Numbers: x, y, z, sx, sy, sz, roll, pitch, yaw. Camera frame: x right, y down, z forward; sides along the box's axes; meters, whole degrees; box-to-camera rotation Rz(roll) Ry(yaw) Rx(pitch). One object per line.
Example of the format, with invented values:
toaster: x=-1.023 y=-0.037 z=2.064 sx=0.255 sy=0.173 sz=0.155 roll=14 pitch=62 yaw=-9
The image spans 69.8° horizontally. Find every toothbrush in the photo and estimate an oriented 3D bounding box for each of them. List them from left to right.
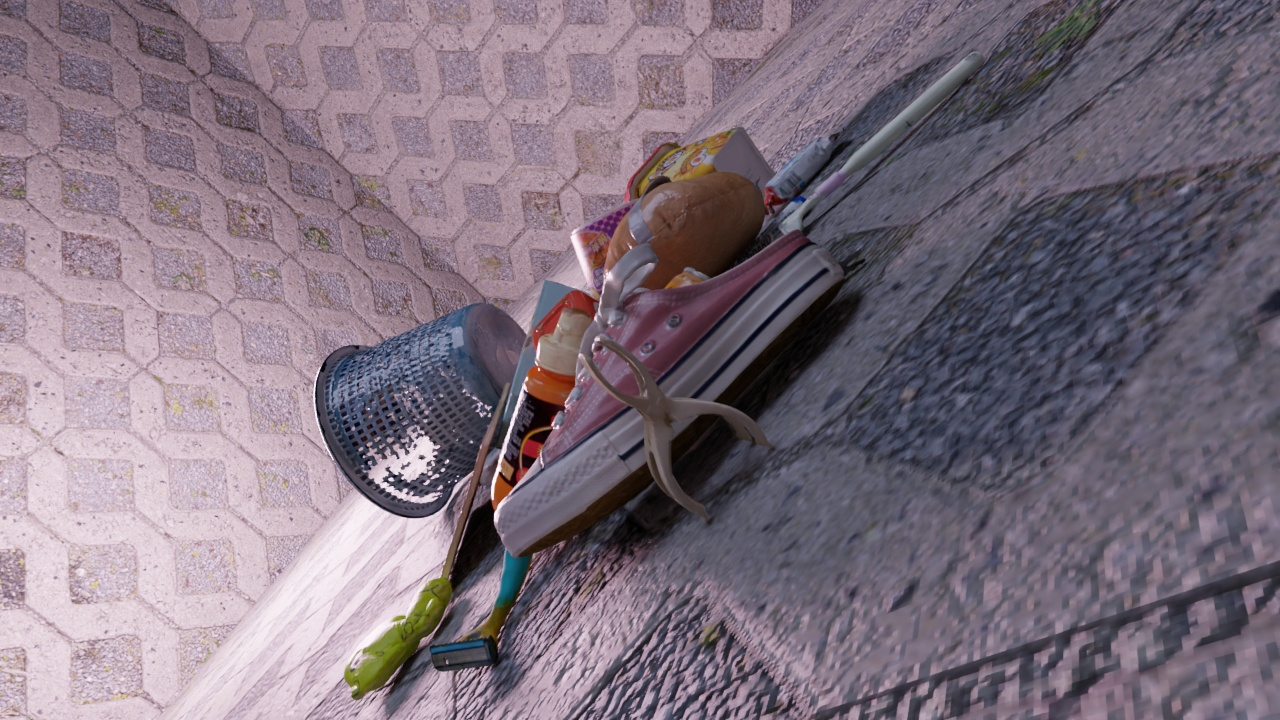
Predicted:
toothbrush: x=0.180 y=-0.160 z=0.690 sx=0.190 sy=0.020 sz=0.029 roll=-42 pitch=18 yaw=16

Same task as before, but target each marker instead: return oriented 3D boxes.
marker: x=0.086 y=-0.079 z=0.756 sx=0.146 sy=0.017 sz=0.017 roll=-46 pitch=11 yaw=0

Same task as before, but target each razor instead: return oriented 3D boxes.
razor: x=-0.090 y=0.144 z=0.587 sx=0.043 sy=0.028 sz=0.132 roll=-17 pitch=25 yaw=20

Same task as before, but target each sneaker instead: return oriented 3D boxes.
sneaker: x=0.002 y=0.006 z=0.512 sx=0.241 sy=0.088 sz=0.118 roll=-43 pitch=-14 yaw=-4

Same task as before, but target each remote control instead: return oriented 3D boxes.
remote control: x=-0.121 y=0.086 z=0.937 sx=0.150 sy=0.021 sz=0.058 roll=-33 pitch=16 yaw=50

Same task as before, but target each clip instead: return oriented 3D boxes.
clip: x=0.023 y=0.024 z=0.448 sx=0.095 sy=0.102 sz=0.035 roll=-22 pitch=6 yaw=-10

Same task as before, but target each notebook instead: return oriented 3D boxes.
notebook: x=-0.150 y=0.111 z=0.839 sx=0.207 sy=0.008 sz=0.148 roll=-106 pitch=34 yaw=-78

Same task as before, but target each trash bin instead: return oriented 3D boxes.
trash bin: x=-0.222 y=0.042 z=1.058 sx=0.195 sy=0.226 sz=0.226 roll=-29 pitch=17 yaw=21

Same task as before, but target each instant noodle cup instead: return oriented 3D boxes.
instant noodle cup: x=-0.013 y=-0.103 z=0.928 sx=0.111 sy=0.099 sz=0.111 roll=-25 pitch=6 yaw=2
instant noodle cup: x=0.067 y=-0.179 z=0.970 sx=0.124 sy=0.116 sz=0.115 roll=-16 pitch=30 yaw=47

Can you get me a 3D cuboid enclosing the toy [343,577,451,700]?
toy: x=-0.185 y=0.213 z=0.703 sx=0.100 sy=0.031 sz=0.096 roll=-40 pitch=12 yaw=10

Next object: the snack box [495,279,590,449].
snack box: x=-0.090 y=0.006 z=0.867 sx=0.174 sy=0.051 sz=0.074 roll=-81 pitch=11 yaw=-49

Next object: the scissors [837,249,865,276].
scissors: x=0.064 y=-0.013 z=0.576 sx=0.175 sy=0.133 sz=0.014 roll=-7 pitch=42 yaw=-3

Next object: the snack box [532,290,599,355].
snack box: x=-0.038 y=-0.006 z=0.737 sx=0.082 sy=0.080 sz=0.091 roll=-44 pitch=33 yaw=15

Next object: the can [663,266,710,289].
can: x=0.005 y=0.004 z=0.653 sx=0.146 sy=0.058 sz=0.058 roll=-48 pitch=11 yaw=-8

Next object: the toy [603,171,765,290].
toy: x=0.052 y=-0.105 z=0.797 sx=0.144 sy=0.082 sz=0.225 roll=-36 pitch=-9 yaw=21

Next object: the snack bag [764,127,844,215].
snack bag: x=0.147 y=-0.176 z=0.848 sx=0.105 sy=0.026 sz=0.045 roll=-46 pitch=2 yaw=1

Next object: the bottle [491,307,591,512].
bottle: x=-0.054 y=0.038 z=0.585 sx=0.066 sy=0.067 sz=0.150 roll=-84 pitch=6 yaw=-73
